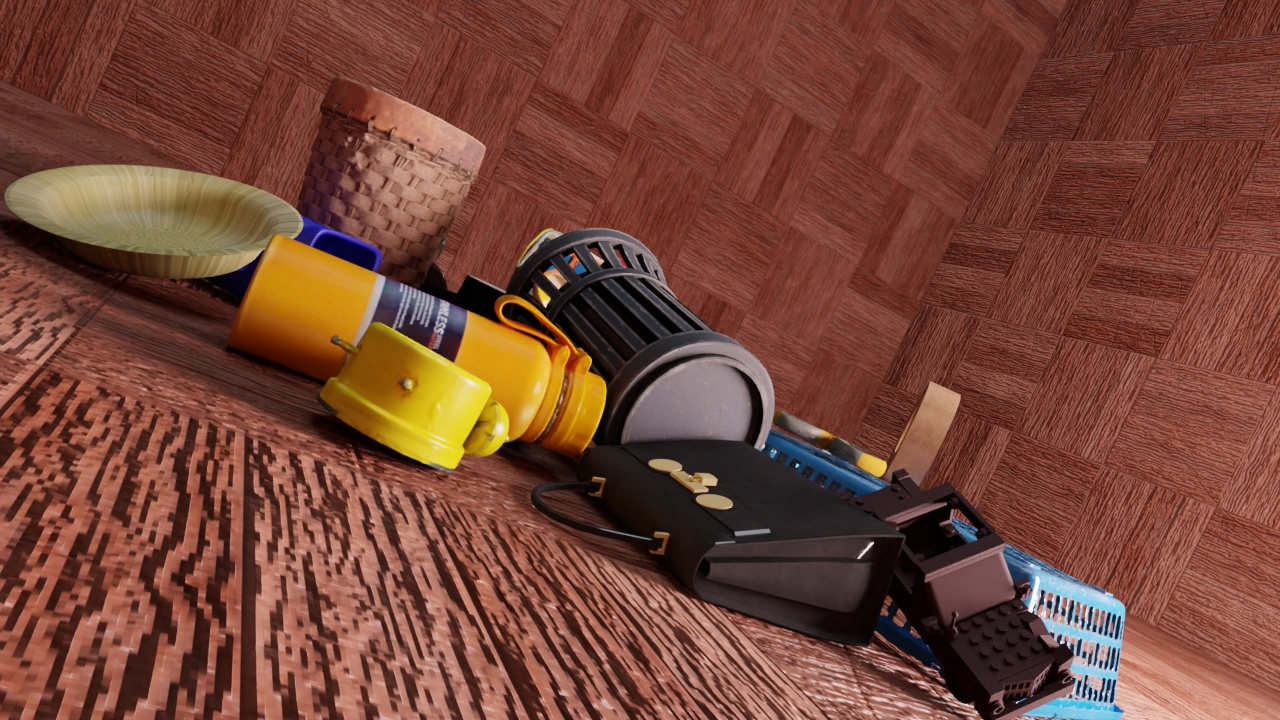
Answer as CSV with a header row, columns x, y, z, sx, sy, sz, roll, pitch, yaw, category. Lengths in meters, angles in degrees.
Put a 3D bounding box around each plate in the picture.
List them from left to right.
x,y,z,sx,sy,sz,roll,pitch,yaw,category
-0.340,-0.093,0.653,0.184,0.036,0.184,12,23,-6,plate

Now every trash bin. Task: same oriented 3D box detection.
x,y,z,sx,sy,sz,roll,pitch,yaw,category
-0.254,-0.135,0.859,0.151,0.210,0.151,24,3,-1,trash bin
-0.005,0.005,0.760,0.164,0.164,0.227,24,13,-33,trash bin

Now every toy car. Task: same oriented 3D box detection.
x,y,z,sx,sy,sz,roll,pitch,yaw,category
0.186,0.130,0.561,0.070,0.062,0.169,-18,40,-14,toy car

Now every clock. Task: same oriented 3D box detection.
x,y,z,sx,sy,sz,roll,pitch,yaw,category
-0.122,0.024,0.509,0.083,0.057,0.118,27,-6,25,clock

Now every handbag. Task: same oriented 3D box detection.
x,y,z,sx,sy,sz,roll,pitch,yaw,category
0.023,0.098,0.569,0.195,0.072,0.176,12,8,-28,handbag

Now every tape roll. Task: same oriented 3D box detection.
x,y,z,sx,sy,sz,roll,pitch,yaw,category
0.241,0.066,0.788,0.027,0.094,0.094,26,2,13,tape roll

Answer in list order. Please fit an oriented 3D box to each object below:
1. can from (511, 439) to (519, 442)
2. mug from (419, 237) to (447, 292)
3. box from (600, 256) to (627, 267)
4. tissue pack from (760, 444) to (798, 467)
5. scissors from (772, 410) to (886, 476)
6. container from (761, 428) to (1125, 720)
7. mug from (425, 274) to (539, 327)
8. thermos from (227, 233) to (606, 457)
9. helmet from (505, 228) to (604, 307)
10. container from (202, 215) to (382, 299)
x,y,z,sx,sy,sz,roll,pitch,yaw,category
-0.100,0.029,0.705,0.054,0.054,0.096,25,2,-10,can
-0.264,-0.096,1.032,0.096,0.123,0.110,48,-11,-34,mug
-0.008,-0.018,0.969,0.157,0.127,0.137,44,12,3,box
0.107,0.108,0.997,0.117,0.066,0.209,31,4,39,tissue pack
0.178,0.078,0.826,0.114,0.016,0.228,27,1,22,scissors
0.203,0.151,0.757,0.257,0.089,0.362,24,2,-44,container
-0.163,-0.030,0.883,0.122,0.094,0.085,26,2,9,mug
-0.133,-0.007,0.593,0.232,0.092,0.076,23,35,-19,thermos
-0.083,-0.023,1.096,0.209,0.140,0.239,30,35,-20,helmet
-0.293,-0.081,0.754,0.114,0.085,0.084,25,1,22,container
